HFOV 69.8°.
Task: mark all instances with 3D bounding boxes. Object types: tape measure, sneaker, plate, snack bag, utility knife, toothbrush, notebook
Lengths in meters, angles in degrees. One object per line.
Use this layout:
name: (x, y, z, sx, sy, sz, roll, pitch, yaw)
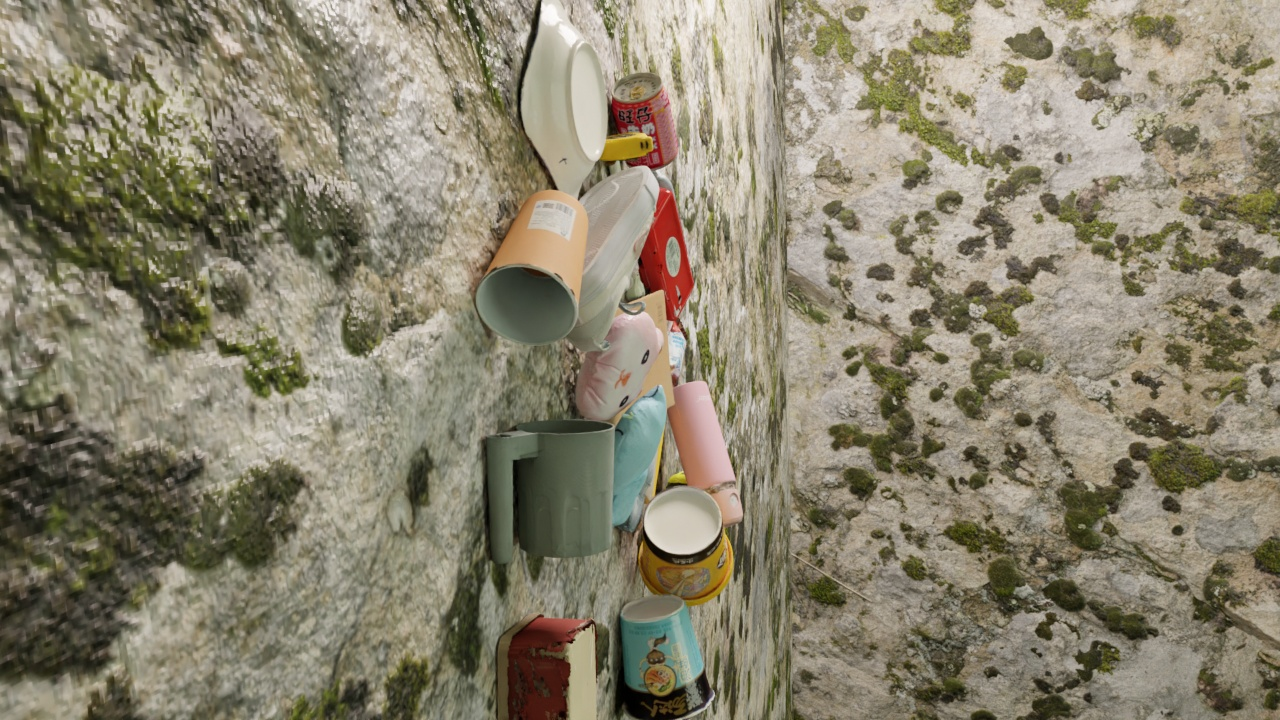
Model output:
tape measure: (-0.019, -0.226, 0.981, 0.060, 0.057, 0.029, 29, -50, 60)
sneaker: (-0.024, -0.101, 0.889, 0.091, 0.090, 0.241, 61, 32, -31)
plate: (-0.063, -0.243, 0.865, 0.164, 0.034, 0.163, 62, 32, -60)
snack bag: (0.048, -0.010, 1.297, 0.104, 0.026, 0.048, -76, 147, -43)
utility knife: (0.020, 0.111, 1.203, 0.033, 0.015, 0.153, 105, -5, -59)
toothbrush: (-0.019, -0.157, 1.062, 0.029, 0.020, 0.190, -32, 126, -34)
notebook: (-0.006, 0.006, 1.068, 0.211, 0.012, 0.149, -30, 118, -64)

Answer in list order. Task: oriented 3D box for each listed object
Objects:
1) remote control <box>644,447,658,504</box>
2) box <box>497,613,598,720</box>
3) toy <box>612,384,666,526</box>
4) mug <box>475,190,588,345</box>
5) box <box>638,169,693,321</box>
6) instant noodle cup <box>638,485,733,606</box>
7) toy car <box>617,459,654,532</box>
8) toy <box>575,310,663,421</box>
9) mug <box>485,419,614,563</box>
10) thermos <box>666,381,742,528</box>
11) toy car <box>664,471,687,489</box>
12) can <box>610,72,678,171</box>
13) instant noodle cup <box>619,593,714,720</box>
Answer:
remote control: (0.007, 0.110, 1.156, 0.056, 0.019, 0.135, 62, 31, -60)
box: (-0.068, 0.304, 0.762, 0.091, 0.078, 0.168, -6, 95, -76)
toy: (-0.013, 0.105, 0.978, 0.161, 0.050, 0.156, -62, 166, -19)
mug: (-0.079, -0.081, 0.733, 0.122, 0.078, 0.078, -81, 163, -47)
box: (0.031, -0.161, 1.182, 0.201, 0.065, 0.159, 70, 21, -55)
instant noodle cup: (0.053, 0.219, 1.112, 0.115, 0.118, 0.118, 82, 15, -51)
toy car: (-0.006, 0.141, 1.078, 0.054, 0.037, 0.120, 54, 42, -67)
toy: (-0.016, 0.004, 0.946, 0.121, 0.054, 0.159, -64, 164, 11)
mug: (-0.076, 0.106, 0.755, 0.123, 0.084, 0.103, -6, 97, -48)
thermos: (0.079, 0.131, 1.243, 0.087, 0.067, 0.198, 3, 66, -45)
toy car: (0.055, 0.183, 1.281, 0.105, 0.048, 0.032, -52, 139, -66)
can: (0.004, -0.274, 1.052, 0.094, 0.066, 0.066, 75, 21, -45)
instant noodle cup: (0.022, 0.344, 1.075, 0.111, 0.111, 0.120, -33, 113, -72)
